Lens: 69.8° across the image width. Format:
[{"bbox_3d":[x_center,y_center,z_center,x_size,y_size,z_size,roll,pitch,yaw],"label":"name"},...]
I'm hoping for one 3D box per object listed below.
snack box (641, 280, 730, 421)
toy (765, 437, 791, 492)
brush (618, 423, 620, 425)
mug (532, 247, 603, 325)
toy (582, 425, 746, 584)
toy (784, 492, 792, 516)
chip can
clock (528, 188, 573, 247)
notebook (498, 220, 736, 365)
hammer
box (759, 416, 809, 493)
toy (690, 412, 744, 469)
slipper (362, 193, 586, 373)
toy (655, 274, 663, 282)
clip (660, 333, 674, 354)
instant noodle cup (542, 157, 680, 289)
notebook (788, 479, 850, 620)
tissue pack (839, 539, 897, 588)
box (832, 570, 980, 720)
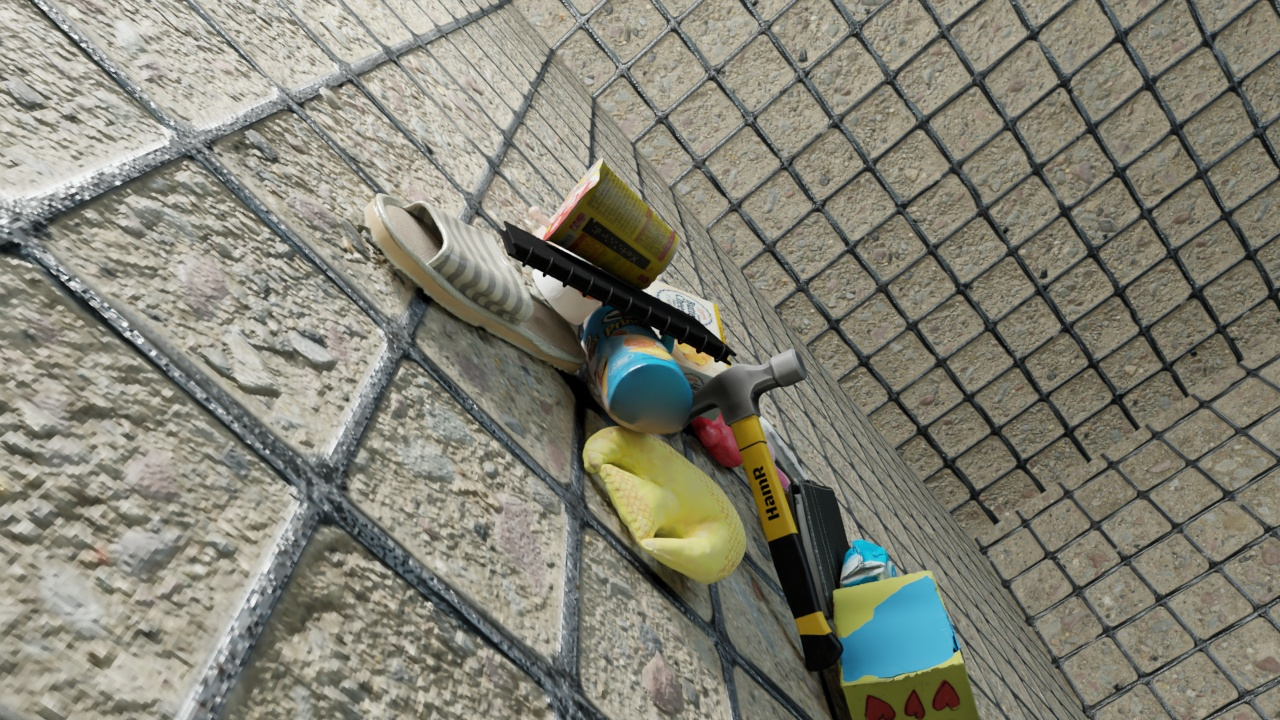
[{"bbox_3d":[0.049,-0.019,1.127,0.104,0.058,0.207,21,28,-13],"label":"snack box"},{"bbox_3d":[0.160,0.132,1.233,0.110,0.047,0.063,59,24,17],"label":"toy"},{"bbox_3d":[0.023,0.107,0.908,0.126,0.017,0.048,51,14,-1],"label":"brush"},{"bbox_3d":[-0.054,-0.101,1.013,0.082,0.105,0.082,47,14,-16],"label":"mug"},{"bbox_3d":[0.025,0.120,0.794,0.154,0.065,0.170,10,34,-53],"label":"toy"},{"bbox_3d":[0.203,0.198,1.211,0.055,0.041,0.101,41,6,12],"label":"toy"},{"bbox_3d":[-0.010,0.006,0.867,0.080,0.080,0.229,47,5,-18],"label":"chip can"},{"bbox_3d":[-0.060,-0.132,1.143,0.160,0.086,0.131,58,14,0],"label":"clock"},{"bbox_3d":[-0.027,-0.068,0.891,0.231,0.019,0.169,26,9,-17],"label":"notebook"},{"bbox_3d":[0.134,0.157,0.952,0.034,0.170,0.324,27,43,-59],"label":"hammer"},{"bbox_3d":[0.222,0.169,1.335,0.213,0.063,0.118,49,12,-6],"label":"box"},{"bbox_3d":[0.096,0.090,1.131,0.135,0.045,0.091,36,17,-54],"label":"toy"},{"bbox_3d":[-0.128,-0.065,0.803,0.272,0.054,0.114,36,14,-52],"label":"slipper"},{"bbox_3d":[0.035,-0.061,1.301,0.124,0.097,0.131,46,32,5],"label":"toy"},{"bbox_3d":[-0.009,0.006,1.002,0.119,0.120,0.033,21,-5,32],"label":"clip"},{"bbox_3d":[-0.025,-0.129,0.920,0.112,0.100,0.100,35,18,-16],"label":"instant noodle cup"},{"bbox_3d":[0.233,0.232,1.150,0.209,0.029,0.169,28,47,-66],"label":"notebook"},{"bbox_3d":[0.286,0.292,1.112,0.092,0.062,0.144,-24,97,-72],"label":"tissue pack"},{"bbox_3d":[0.265,0.302,0.941,0.220,0.124,0.079,-54,127,-77],"label":"box"}]
